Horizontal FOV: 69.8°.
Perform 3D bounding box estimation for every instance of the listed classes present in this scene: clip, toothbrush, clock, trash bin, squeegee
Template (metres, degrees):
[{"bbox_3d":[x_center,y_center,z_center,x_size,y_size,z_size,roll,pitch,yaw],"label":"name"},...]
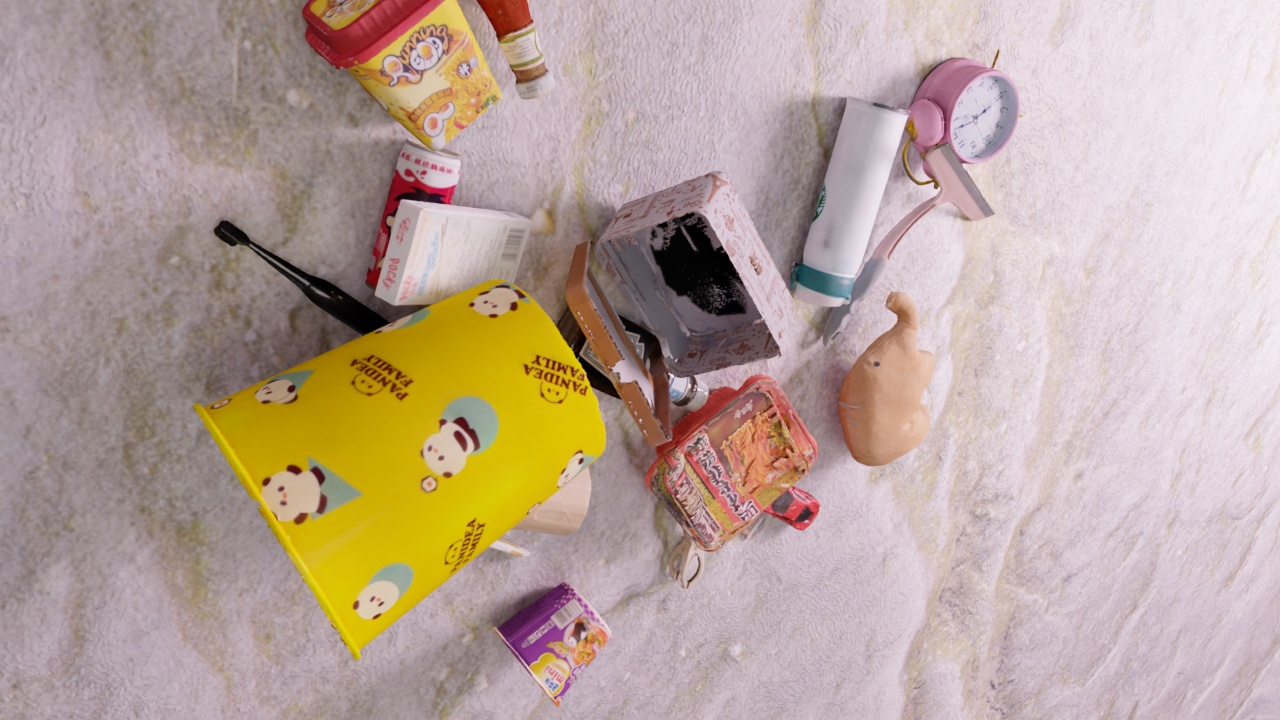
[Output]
[{"bbox_3d":[0.065,0.229,1.120,0.061,0.034,0.097,14,97,-31],"label":"clip"},{"bbox_3d":[-0.193,0.178,0.968,0.191,0.016,0.018,26,90,-34],"label":"toothbrush"},{"bbox_3d":[0.352,-0.263,1.027,0.158,0.060,0.117,-41,125,-3],"label":"clock"},{"bbox_3d":[-0.183,0.071,0.751,0.254,0.230,0.230,-33,124,-24],"label":"trash bin"},{"bbox_3d":[-0.277,-0.056,0.809,0.212,0.027,0.026,38,47,-34],"label":"toothbrush"},{"bbox_3d":[0.287,-0.119,1.065,0.250,0.040,0.247,-51,150,13],"label":"squeegee"}]

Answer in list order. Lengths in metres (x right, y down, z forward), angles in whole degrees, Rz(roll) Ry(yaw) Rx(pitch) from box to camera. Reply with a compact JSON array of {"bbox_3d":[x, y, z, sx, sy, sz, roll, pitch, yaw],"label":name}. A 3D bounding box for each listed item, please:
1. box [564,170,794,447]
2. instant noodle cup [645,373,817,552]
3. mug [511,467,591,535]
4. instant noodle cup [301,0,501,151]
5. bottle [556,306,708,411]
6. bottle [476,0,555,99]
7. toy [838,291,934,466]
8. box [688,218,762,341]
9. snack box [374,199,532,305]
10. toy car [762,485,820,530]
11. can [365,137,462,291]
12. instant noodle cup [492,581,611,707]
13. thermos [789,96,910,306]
[{"bbox_3d":[0.026,-0.043,0.856,0.157,0.191,0.183,-16,121,31],"label":"box"},{"bbox_3d":[0.099,0.109,1.052,0.188,0.079,0.164,-39,125,-6],"label":"instant noodle cup"},{"bbox_3d":[-0.110,0.108,0.913,0.103,0.084,0.124,15,77,-28],"label":"mug"},{"bbox_3d":[-0.182,-0.244,0.726,0.116,0.116,0.124,-41,137,-6],"label":"instant noodle cup"},{"bbox_3d":[-0.006,0.006,0.970,0.194,0.044,0.080,27,89,-36],"label":"bottle"},{"bbox_3d":[-0.119,-0.317,0.752,0.059,0.060,0.206,-29,123,-14],"label":"bottle"},{"bbox_3d":[0.300,0.030,1.116,0.143,0.082,0.226,-29,129,-28],"label":"toy"},{"bbox_3d":[0.087,-0.091,0.980,0.074,0.081,0.163,-53,131,-37],"label":"box"},{"bbox_3d":[-0.159,-0.092,0.806,0.156,0.027,0.085,-8,121,-61],"label":"snack box"},{"bbox_3d":[0.185,0.181,1.161,0.106,0.031,0.049,33,94,-33],"label":"toy car"},{"bbox_3d":[-0.198,-0.122,0.801,0.053,0.053,0.133,11,107,-32],"label":"can"},{"bbox_3d":[-0.094,0.312,1.032,0.099,0.112,0.111,-39,125,-19],"label":"instant noodle cup"},{"bbox_3d":[0.223,-0.168,0.999,0.073,0.073,0.224,4,110,-29],"label":"thermos"}]
